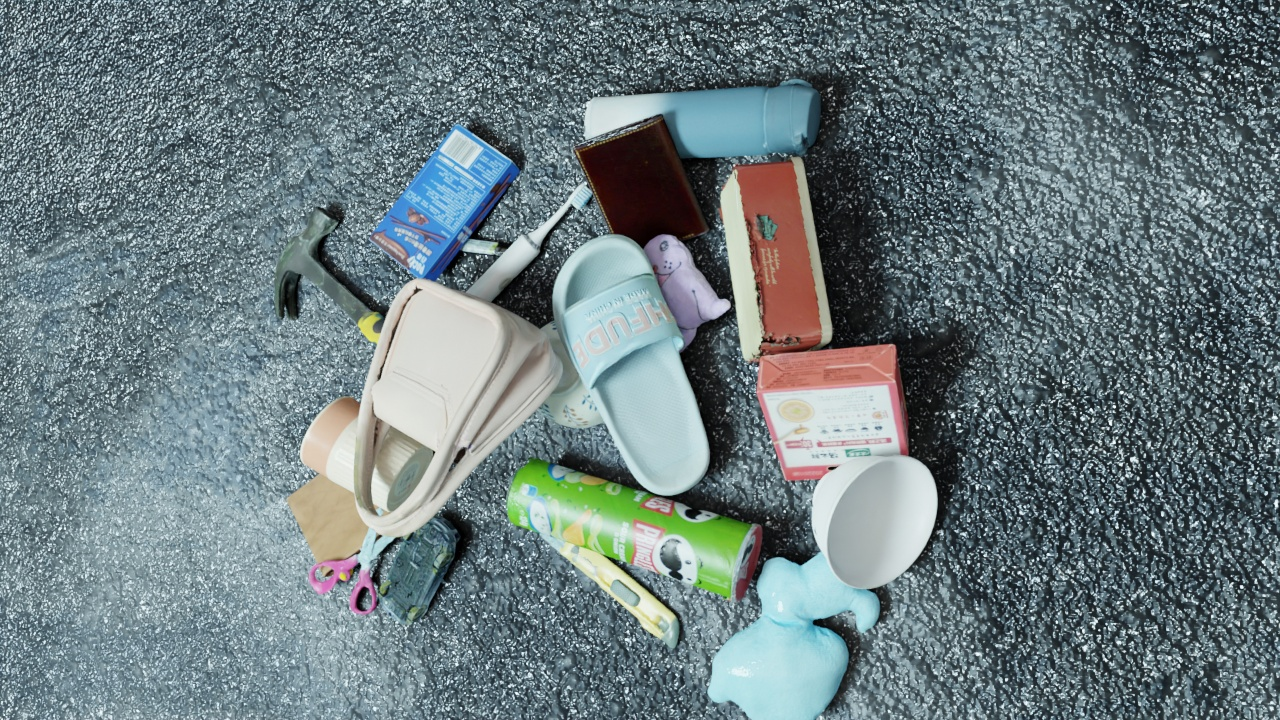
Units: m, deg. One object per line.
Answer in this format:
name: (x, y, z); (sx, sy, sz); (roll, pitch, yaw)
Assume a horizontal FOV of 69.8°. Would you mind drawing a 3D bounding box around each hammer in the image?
hammer: (-0.283, -0.029, 0.994); (0.323, 0.032, 0.126); (39, 98, 19)

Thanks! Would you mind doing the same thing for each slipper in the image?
slipper: (-0.005, 0.005, 0.828); (0.104, 0.074, 0.245); (-21, 88, -9)

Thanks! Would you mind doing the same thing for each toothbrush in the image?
toothbrush: (-0.132, -0.101, 0.949); (0.221, 0.026, 0.026); (-44, 85, 10)

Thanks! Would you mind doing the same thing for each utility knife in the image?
utility knife: (-0.029, 0.213, 0.886); (0.173, 0.019, 0.031); (35, 91, 24)

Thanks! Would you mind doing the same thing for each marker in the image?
marker: (-0.191, -0.124, 0.980); (0.124, 0.015, 0.018); (9, 88, 18)

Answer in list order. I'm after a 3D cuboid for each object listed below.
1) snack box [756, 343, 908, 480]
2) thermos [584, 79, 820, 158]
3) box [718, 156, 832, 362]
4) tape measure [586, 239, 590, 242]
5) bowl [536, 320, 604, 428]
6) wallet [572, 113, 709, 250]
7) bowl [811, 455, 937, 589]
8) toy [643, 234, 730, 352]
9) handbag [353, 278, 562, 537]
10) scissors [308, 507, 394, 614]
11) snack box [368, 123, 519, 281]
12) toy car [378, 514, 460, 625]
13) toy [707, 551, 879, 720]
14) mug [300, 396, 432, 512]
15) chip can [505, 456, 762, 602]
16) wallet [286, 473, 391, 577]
snack box: (0.169, 0.047, 0.790); (0.113, 0.127, 0.044); (-5, 46, 19)
thermos: (0.058, -0.226, 0.872); (0.221, 0.070, 0.070); (1, 85, 20)
box: (0.109, -0.086, 0.816); (0.079, 0.091, 0.168); (-7, 81, -6)
tape measure: (-0.039, -0.088, 0.896); (0.039, 0.057, 0.058); (-46, 80, 11)
bowl: (-0.069, 0.008, 0.895); (0.114, 0.062, 0.113); (-2, 83, 19)
wallet: (0.000, -0.163, 0.876); (0.096, 0.020, 0.122); (-14, 116, 22)
bowl: (0.185, 0.126, 0.779); (0.065, 0.118, 0.118); (30, 96, 58)
toy: (0.035, -0.070, 0.877); (0.084, 0.038, 0.108); (-46, 69, 38)
handbag: (-0.194, 0.050, 0.851); (0.193, 0.093, 0.234); (20, 78, 46)
scissors: (-0.283, 0.215, 0.964); (0.137, 0.017, 0.096); (-38, 98, 13)
snack box: (-0.208, -0.165, 0.971); (0.084, 0.026, 0.157); (37, 88, 20)
toy car: (-0.228, 0.216, 0.946); (0.054, 0.036, 0.121); (34, 106, 19)
toy: (0.133, 0.250, 0.802); (0.161, 0.050, 0.156); (-11, 80, 11)
mug: (-0.273, 0.087, 0.954); (0.106, 0.082, 0.114); (28, 59, 12)
chip can: (-0.009, 0.154, 0.852); (0.236, 0.072, 0.072); (14, 89, 21)
wallet: (-0.321, 0.162, 0.995); (0.115, 0.020, 0.101); (-36, 73, 10)
